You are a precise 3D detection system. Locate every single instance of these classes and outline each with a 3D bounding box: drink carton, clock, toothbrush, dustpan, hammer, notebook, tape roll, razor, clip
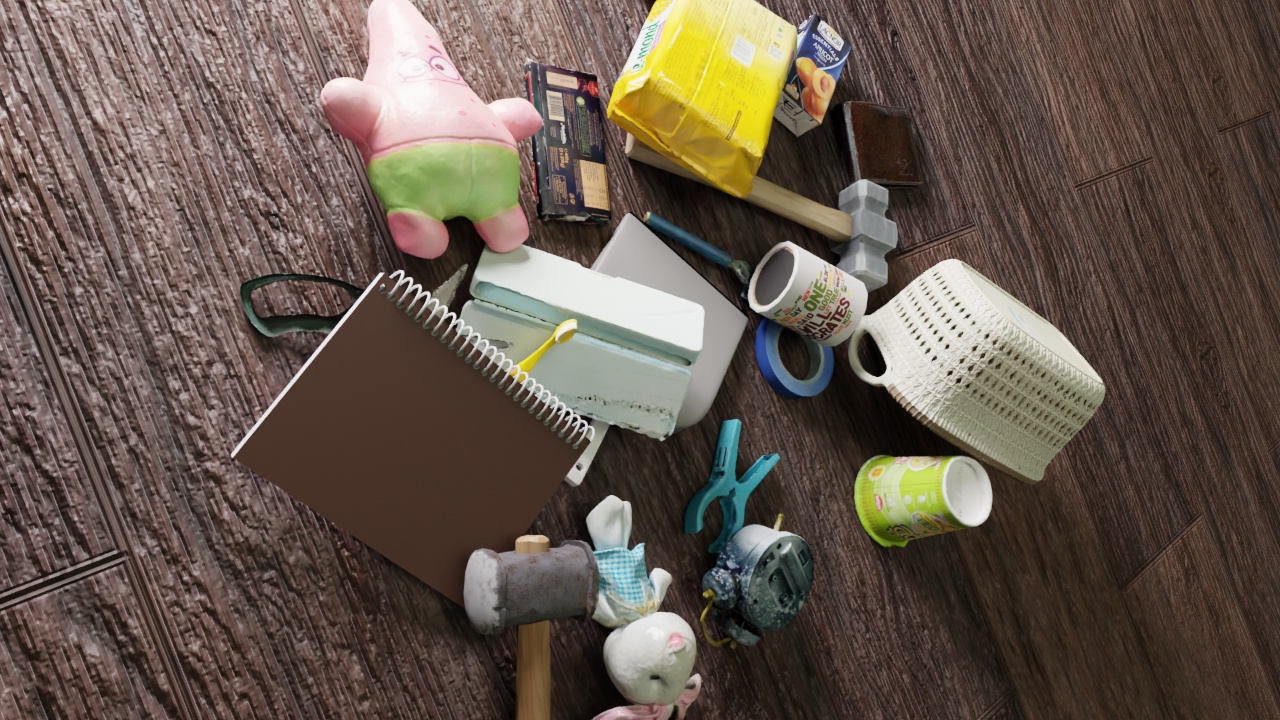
[{"bbox_3d":[0.187,-0.319,1.026,0.064,0.040,0.129,35,61,-21],"label":"drink carton"},{"bbox_3d":[0.102,0.202,0.821,0.129,0.052,0.090,-42,123,-27],"label":"clock"},{"bbox_3d":[-0.101,0.013,0.726,0.135,0.016,0.021,-40,114,6],"label":"toothbrush"},{"bbox_3d":[-0.005,0.005,0.830,0.163,0.033,0.256,40,52,-17],"label":"dustpan"},{"bbox_3d":[0.131,-0.171,0.951,0.322,0.051,0.117,17,66,-25],"label":"hammer"},{"bbox_3d":[-0.080,0.296,0.683,0.098,0.052,0.328,2,86,-36],"label":"hammer"},{"bbox_3d":[-0.156,0.060,0.681,0.209,0.022,0.171,42,77,-25],"label":"notebook"},{"bbox_3d":[0.159,-0.008,0.943,0.091,0.016,0.093,14,71,-29],"label":"tape roll"},{"bbox_3d":[0.064,-0.108,0.906,0.144,0.022,0.042,28,63,-24],"label":"razor"},{"bbox_3d":[0.093,0.130,0.863,0.113,0.028,0.126,47,57,-12],"label":"clip"}]

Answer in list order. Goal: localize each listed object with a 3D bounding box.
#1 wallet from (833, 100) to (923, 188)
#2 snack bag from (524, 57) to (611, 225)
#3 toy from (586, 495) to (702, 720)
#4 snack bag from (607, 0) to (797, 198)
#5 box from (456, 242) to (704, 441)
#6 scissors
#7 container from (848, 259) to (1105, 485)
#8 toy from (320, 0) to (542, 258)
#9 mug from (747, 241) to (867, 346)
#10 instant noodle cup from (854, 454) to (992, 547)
[{"bbox_3d":[0.282,-0.252,1.077,0.119,0.031,0.099,-5,84,-35],"label":"wallet"},{"bbox_3d":[-0.066,-0.200,0.846,0.074,0.018,0.155,1,78,-32],"label":"snack bag"},{"bbox_3d":[0.005,0.209,0.739,0.130,0.106,0.205,-6,83,-37],"label":"toy"},{"bbox_3d":[0.071,-0.280,0.898,0.159,0.068,0.246,29,55,-15],"label":"snack bag"},{"bbox_3d":[-0.051,-0.020,0.766,0.197,0.075,0.125,18,93,-8],"label":"box"},{"bbox_3d":[-0.199,0.016,0.691,0.201,0.015,0.204,5,85,-13],"label":"scissors"},{"bbox_3d":[0.355,0.009,0.959,0.246,0.143,0.184,27,28,-25],"label":"container"},{"bbox_3d":[-0.169,-0.197,0.738,0.191,0.097,0.236,-10,75,-41],"label":"toy"},{"bbox_3d":[0.163,-0.075,0.914,0.089,0.074,0.105,24,39,-25],"label":"mug"},{"bbox_3d":[0.292,0.138,0.937,0.098,0.108,0.098,9,72,-30],"label":"instant noodle cup"}]
